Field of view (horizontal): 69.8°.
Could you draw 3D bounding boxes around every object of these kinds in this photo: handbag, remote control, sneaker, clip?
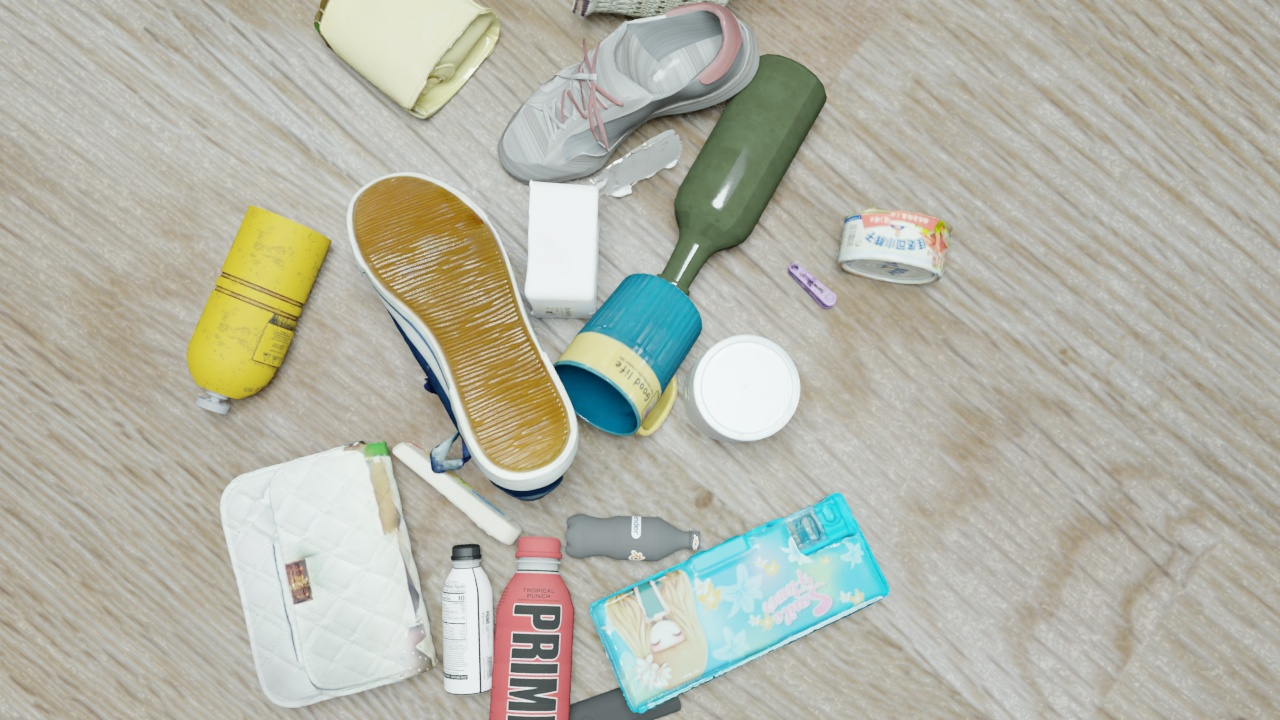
[{"bbox_3d":[-0.197,-0.281,0.768,0.119,0.081,0.111,40,93,1],"label":"handbag"},{"bbox_3d":[-0.039,0.295,0.751,0.147,0.015,0.033,-19,86,-2],"label":"remote control"},{"bbox_3d":[-0.249,0.171,0.731,0.139,0.072,0.195,-16,86,-2],"label":"handbag"},{"bbox_3d":[-0.151,0.108,0.754,0.125,0.038,0.018,38,86,3],"label":"remote control"},{"bbox_3d":[-0.142,-0.013,0.716,0.120,0.127,0.294,-26,70,-15],"label":"sneaker"},{"bbox_3d":[-0.024,-0.218,0.732,0.236,0.089,0.099,-24,78,15],"label":"sneaker"},{"bbox_3d":[0.145,-0.064,0.778,0.051,0.033,0.013,44,87,4],"label":"clip"}]

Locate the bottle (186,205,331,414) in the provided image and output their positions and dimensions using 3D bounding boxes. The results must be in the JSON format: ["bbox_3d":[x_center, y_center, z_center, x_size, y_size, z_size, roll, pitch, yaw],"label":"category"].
[{"bbox_3d":[-0.317,-0.036,0.749,0.071,0.071,0.163,21,85,1],"label":"bottle"}]

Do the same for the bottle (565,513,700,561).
[{"bbox_3d":[-0.006,0.146,0.753,0.110,0.036,0.036,2,85,0],"label":"bottle"}]

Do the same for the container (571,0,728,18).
[{"bbox_3d":[0.025,-0.369,0.700,0.143,0.252,0.184,11,82,-10],"label":"container"}]

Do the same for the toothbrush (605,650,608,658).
[{"bbox_3d":[0.062,0.223,0.759,0.187,0.012,0.017,-9,78,-1],"label":"toothbrush"}]

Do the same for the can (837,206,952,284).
[{"bbox_3d":[0.207,-0.093,0.749,0.086,0.086,0.043,11,86,0],"label":"can"}]

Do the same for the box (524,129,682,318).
[{"bbox_3d":[-0.042,-0.118,0.741,0.101,0.111,0.189,23,84,-1],"label":"box"}]

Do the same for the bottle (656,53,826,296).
[{"bbox_3d":[0.076,-0.149,0.761,0.071,0.071,0.206,30,86,2],"label":"bottle"}]

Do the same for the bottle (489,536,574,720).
[{"bbox_3d":[-0.085,0.229,0.728,0.062,0.062,0.176,2,76,0],"label":"bottle"}]

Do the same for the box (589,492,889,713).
[{"bbox_3d":[0.079,0.192,0.738,0.226,0.039,0.094,-23,77,-5],"label":"box"}]

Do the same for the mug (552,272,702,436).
[{"bbox_3d":[-0.004,0.004,0.737,0.083,0.114,0.107,8,51,37],"label":"mug"}]

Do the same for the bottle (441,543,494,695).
[{"bbox_3d":[-0.140,0.208,0.745,0.041,0.041,0.116,-2,85,-1],"label":"bottle"}]

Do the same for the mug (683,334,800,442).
[{"bbox_3d":[0.078,0.024,0.729,0.082,0.106,0.082,0,85,0],"label":"mug"}]
